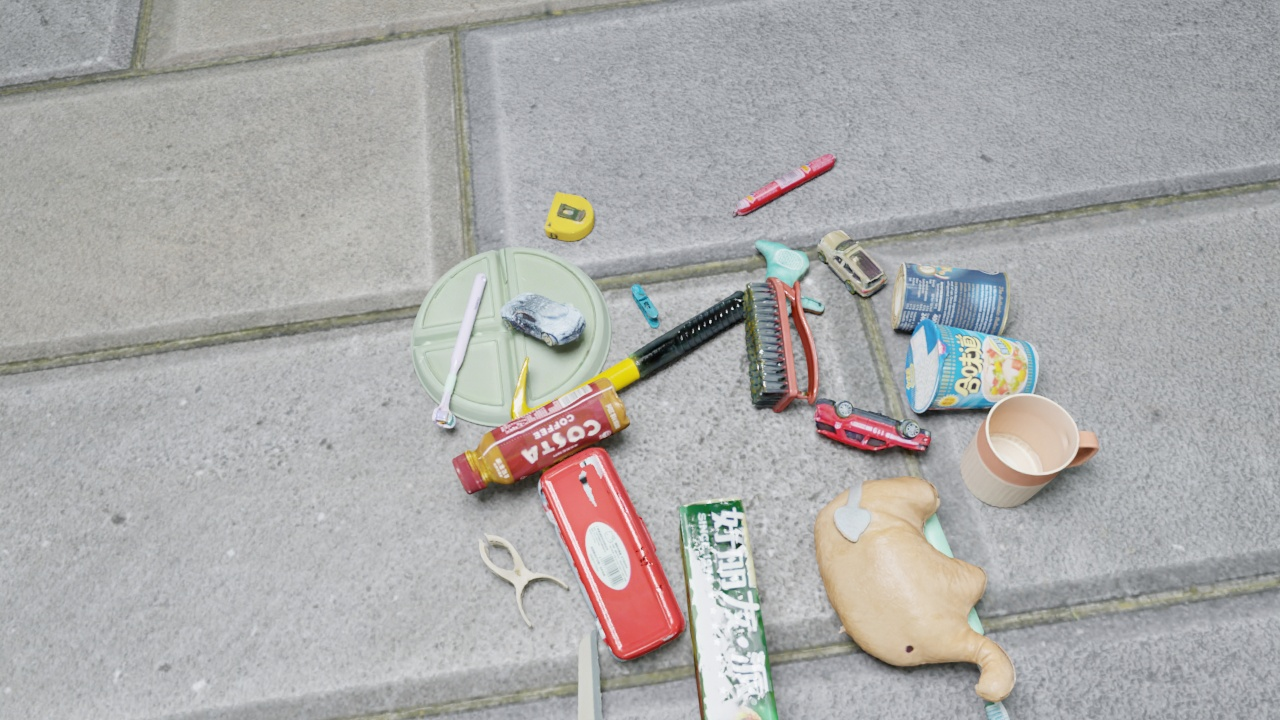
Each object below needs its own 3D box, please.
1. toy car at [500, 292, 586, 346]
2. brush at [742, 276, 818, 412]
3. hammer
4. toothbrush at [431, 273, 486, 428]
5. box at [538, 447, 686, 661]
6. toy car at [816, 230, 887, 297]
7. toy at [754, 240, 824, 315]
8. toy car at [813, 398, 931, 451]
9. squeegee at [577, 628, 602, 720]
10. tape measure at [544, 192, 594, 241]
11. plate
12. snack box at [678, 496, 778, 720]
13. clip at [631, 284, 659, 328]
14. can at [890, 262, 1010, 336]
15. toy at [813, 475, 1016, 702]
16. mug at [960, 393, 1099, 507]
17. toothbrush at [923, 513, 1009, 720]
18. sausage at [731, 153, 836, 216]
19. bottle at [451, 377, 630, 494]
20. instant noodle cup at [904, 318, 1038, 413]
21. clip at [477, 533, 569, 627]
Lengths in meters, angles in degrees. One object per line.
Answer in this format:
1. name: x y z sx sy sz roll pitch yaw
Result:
1. toy car: -0.105 -0.047 0.988 0.106 0.031 0.048 22 50 36
2. brush: 0.150 -0.022 0.982 0.069 0.063 0.145 -1 70 -9
3. hammer: -0.006 0.006 0.991 0.300 0.033 0.129 -30 88 -16
4. toothbrush: -0.194 -0.016 1.002 0.021 0.029 0.188 -15 55 39
5. box: -0.030 0.189 0.899 0.090 0.068 0.201 -29 72 7
6. toy car: 0.241 -0.114 1.048 0.042 0.035 0.090 -31 63 -13
7. toy: 0.167 -0.087 1.043 0.096 0.030 0.091 17 70 4
8. toy car: 0.237 0.070 0.945 0.120 0.053 0.045 14 92 17
9. squeegee: -0.146 0.382 0.819 0.246 0.039 0.246 -12 45 4
10. tape measure: -0.084 -0.173 1.100 0.057 0.029 0.059 11 65 8
11. plate: -0.148 -0.035 1.035 0.230 0.027 0.229 -1 64 3
12. snack box: 0.078 0.255 0.826 0.063 0.115 0.239 -6 64 0
13. clip: 0.005 -0.063 1.044 0.014 0.041 0.056 -24 58 -10
14. can: 0.332 -0.064 0.993 0.111 0.075 0.075 7 64 7
15. toy: 0.247 0.216 0.847 0.143 0.082 0.225 -31 61 12
16. mug: 0.381 0.090 0.895 0.114 0.106 0.081 -3 63 2
17. toothbrush: 0.302 0.233 0.873 0.027 0.026 0.224 -11 63 -8
18. sausage: 0.175 -0.213 1.110 0.155 0.020 0.020 -29 65 -11
19. bottle: -0.099 0.077 0.910 0.174 0.057 0.057 -25 65 -9
20. instant noodle cup: 0.344 0.011 0.950 0.110 0.099 0.099 6 63 -3
21. clip: -0.120 0.208 0.908 0.098 0.034 0.064 39 71 15
